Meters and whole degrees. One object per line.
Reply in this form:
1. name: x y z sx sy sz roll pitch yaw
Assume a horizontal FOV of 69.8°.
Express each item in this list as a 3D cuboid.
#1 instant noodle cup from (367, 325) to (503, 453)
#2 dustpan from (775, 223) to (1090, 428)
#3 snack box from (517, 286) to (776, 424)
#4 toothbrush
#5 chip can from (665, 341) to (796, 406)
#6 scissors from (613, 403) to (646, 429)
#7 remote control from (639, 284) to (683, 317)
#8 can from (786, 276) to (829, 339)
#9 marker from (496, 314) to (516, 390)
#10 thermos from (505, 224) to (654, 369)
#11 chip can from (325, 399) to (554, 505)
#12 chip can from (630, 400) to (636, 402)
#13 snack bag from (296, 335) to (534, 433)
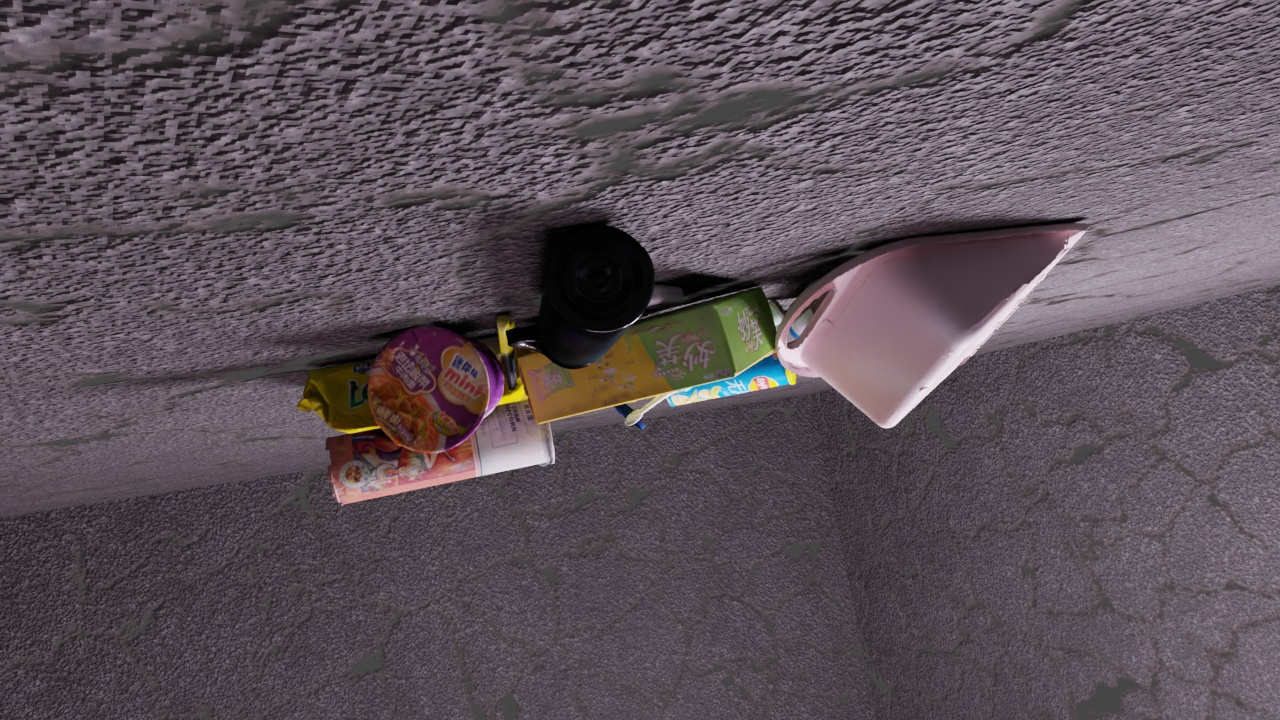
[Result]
1. instant noodle cup: -0.179 0.021 0.843 0.112 0.111 0.099 -11 -176 8
2. dustpan: 0.269 -0.056 0.895 0.272 0.139 0.223 -33 160 -37
3. snack box: 0.011 -0.007 0.886 0.210 0.070 0.157 -15 -176 25
4. toothbrush: 0.069 0.008 1.034 0.225 0.026 0.027 -38 -170 15
5. chip can: 0.144 0.023 1.500 0.210 0.071 0.071 -12 174 18
6. scissors: -0.054 0.030 1.136 0.012 0.173 0.162 -45 136 -9
7. remote control: -0.027 -0.044 0.844 0.136 0.020 0.055 -14 172 34
8. can: 0.189 -0.053 0.966 0.053 0.053 0.134 -10 174 -1
9. marker: -0.122 -0.005 0.856 0.015 0.018 0.124 11 150 2
10. thermos: -0.052 -0.032 0.677 0.090 0.068 0.243 -14 174 -11
11. chip can: -0.198 0.089 0.915 0.214 0.071 0.071 -11 174 -11
12. chip can: -0.007 0.006 1.097 0.072 0.072 0.221 -9 173 -8
13. snack bag: -0.219 0.029 0.979 0.246 0.068 0.158 -11 174 -3
